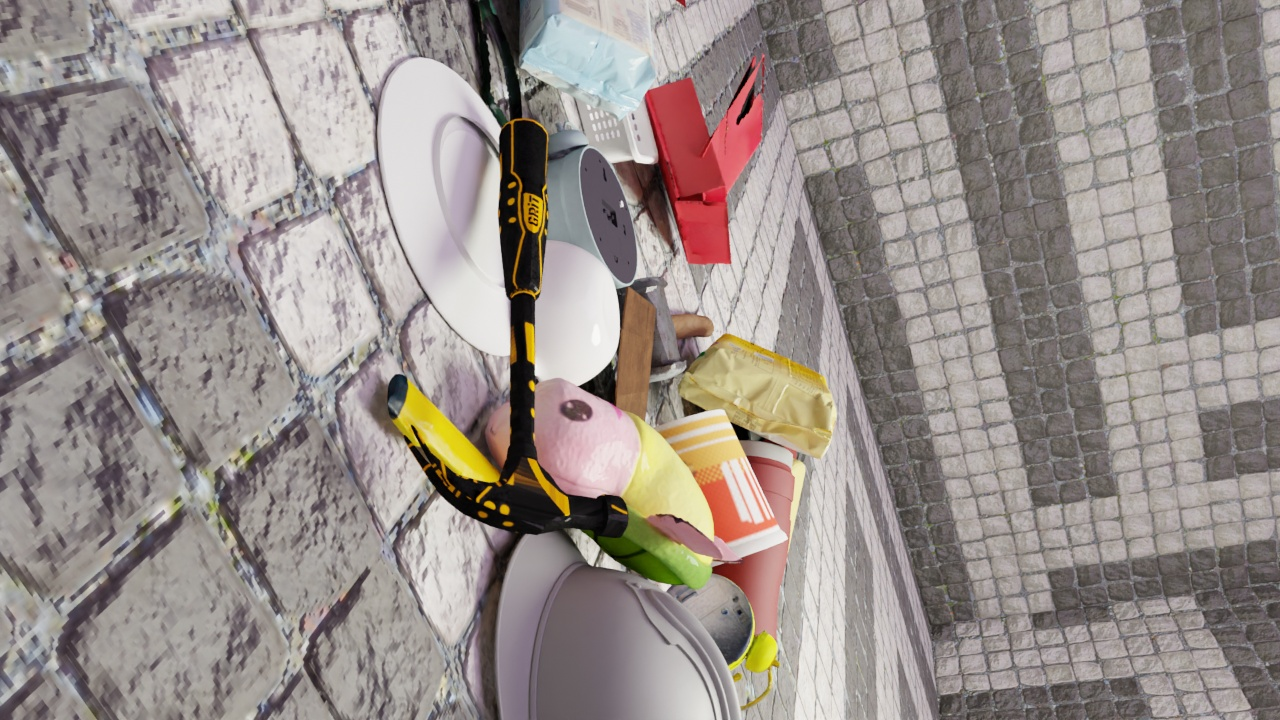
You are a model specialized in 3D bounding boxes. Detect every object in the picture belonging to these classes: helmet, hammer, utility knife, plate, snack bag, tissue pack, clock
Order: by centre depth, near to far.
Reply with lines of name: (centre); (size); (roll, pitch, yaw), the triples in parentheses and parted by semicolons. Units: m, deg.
utility knife: (-0.090, 0.079, 0.559); (0.225, 0.019, 0.030); (54, 33, -45)
hammer: (-0.075, -0.040, 0.564); (0.123, 0.036, 0.319); (17, 47, -27)
helmet: (0.006, 0.229, 0.577); (0.183, 0.118, 0.271); (-23, 101, -71)
plate: (-0.111, -0.106, 0.632); (0.208, 0.015, 0.208); (-13, 90, -72)
plate: (-0.005, 0.004, 0.768); (0.131, 0.025, 0.131); (57, 38, -90)
clock: (0.063, 0.235, 0.771); (0.119, 0.083, 0.057); (55, -5, 27)
clock: (-0.047, -0.131, 0.792); (0.122, 0.045, 0.159); (32, 47, -65)
tissue pack: (-0.050, -0.302, 0.804); (0.112, 0.070, 0.181); (17, 49, -28)
hammer: (0.040, -0.037, 0.986); (0.328, 0.052, 0.098); (-14, 91, -75)
snack bag: (0.132, 0.028, 0.989); (0.247, 0.159, 0.068); (-35, 148, -80)

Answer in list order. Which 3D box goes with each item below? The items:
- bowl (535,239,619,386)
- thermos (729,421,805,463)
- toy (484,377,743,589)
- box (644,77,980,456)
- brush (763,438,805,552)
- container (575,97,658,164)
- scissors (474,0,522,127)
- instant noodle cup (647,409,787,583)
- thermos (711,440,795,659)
bowl: (-0.046, -0.035, 0.683); (0.114, 0.051, 0.114); (-4, 89, -78)
thermos: (0.130, 0.100, 1.083); (0.220, 0.098, 0.098); (15, 63, -65)
toy: (-0.008, 0.090, 0.631); (0.238, 0.088, 0.190); (43, 4, -45)
box: (0.170, -0.092, 0.994); (0.478, 0.171, 0.214); (37, -5, 12)
brush: (0.141, 0.172, 1.009); (0.082, 0.042, 0.173); (-17, 120, -55)
container: (-0.029, -0.255, 0.918); (0.080, 0.050, 0.129); (-31, 107, -71)
scissors: (-0.129, -0.265, 0.692); (0.201, 0.015, 0.204); (-52, 125, -65)
instant noodle cup: (0.047, 0.115, 0.794); (0.123, 0.124, 0.121); (12, 59, -70)
thermos: (0.091, 0.179, 0.885); (0.108, 0.084, 0.198); (18, 67, -23)
